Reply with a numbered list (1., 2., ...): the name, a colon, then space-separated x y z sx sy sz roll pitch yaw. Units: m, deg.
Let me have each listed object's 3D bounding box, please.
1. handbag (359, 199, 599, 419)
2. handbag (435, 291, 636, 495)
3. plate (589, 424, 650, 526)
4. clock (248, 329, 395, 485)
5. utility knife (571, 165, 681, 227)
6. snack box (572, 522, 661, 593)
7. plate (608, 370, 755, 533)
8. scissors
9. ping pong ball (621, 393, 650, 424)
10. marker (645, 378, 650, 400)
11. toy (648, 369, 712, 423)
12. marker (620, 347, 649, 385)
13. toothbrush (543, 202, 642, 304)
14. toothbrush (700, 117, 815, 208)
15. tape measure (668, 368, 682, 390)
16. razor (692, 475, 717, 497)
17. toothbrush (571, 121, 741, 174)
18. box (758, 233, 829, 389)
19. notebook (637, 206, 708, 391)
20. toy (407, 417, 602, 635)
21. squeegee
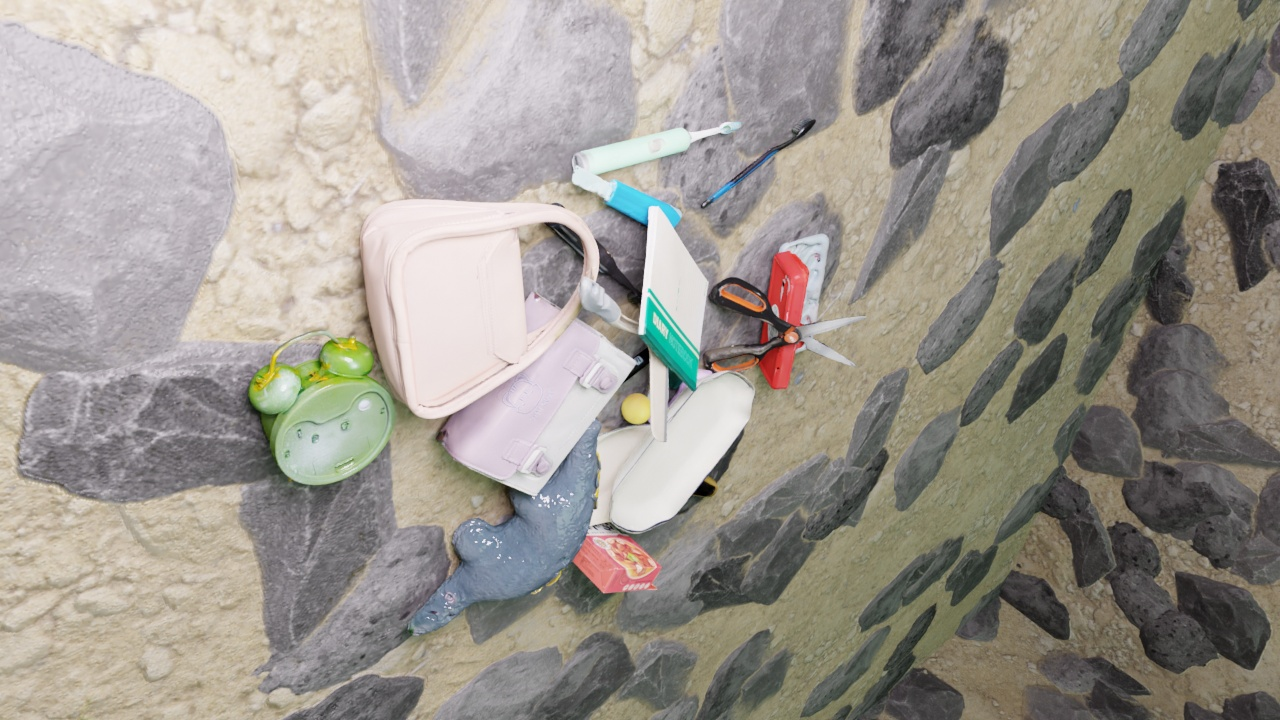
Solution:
1. handbag: -0.138 -0.066 0.865 0.233 0.093 0.194 -20 130 -27
2. handbag: -0.115 0.040 1.014 0.197 0.098 0.145 -54 139 3
3. plate: -0.047 0.151 1.232 0.164 0.034 0.164 -4 124 -46
4. clock: -0.294 0.041 0.846 0.115 0.056 0.161 -28 138 -30
5. utility knife: -0.014 -0.172 0.978 0.034 0.018 0.209 -55 152 13
6. snack box: -0.038 0.271 1.279 0.127 0.113 0.044 15 108 -53
7. plate: 0.051 0.119 1.244 0.266 0.034 0.162 -53 142 5
8. scissors: 0.178 -0.037 1.220 0.221 0.021 0.230 -30 119 29
9. ping pong ball: -0.005 0.063 1.195 0.040 0.040 0.040 -28 139 -29
10. marker: 0.019 0.023 1.184 0.017 0.017 0.146 -28 150 -29
11. toy: 0.063 0.057 1.267 0.083 0.039 0.108 31 98 -46
12. marker: -0.007 0.007 1.163 0.131 0.020 0.022 -37 141 -20
13. toothbrush: -0.044 -0.110 1.015 0.027 0.026 0.212 -21 150 18
14. toothbrush: 0.143 -0.242 1.117 0.189 0.016 0.014 -39 152 -12
15. tape measure: 0.047 0.009 1.219 0.058 0.025 0.054 -54 145 3
16. razor: 0.077 0.183 1.377 0.062 0.067 0.167 -53 151 3
17. toothbrush: 0.022 -0.230 0.979 0.223 0.027 0.026 -23 107 -34
18. box: 0.225 -0.067 1.289 0.099 0.112 0.202 -8 129 -13
19. notebook: 0.041 -0.064 1.064 0.209 0.012 0.150 44 49 -63
20. toy: -0.142 0.218 1.127 0.356 0.091 0.138 -47 131 7
21. squeegee: -0.023 -0.048 0.959 0.246 0.039 0.246 27 64 -68
